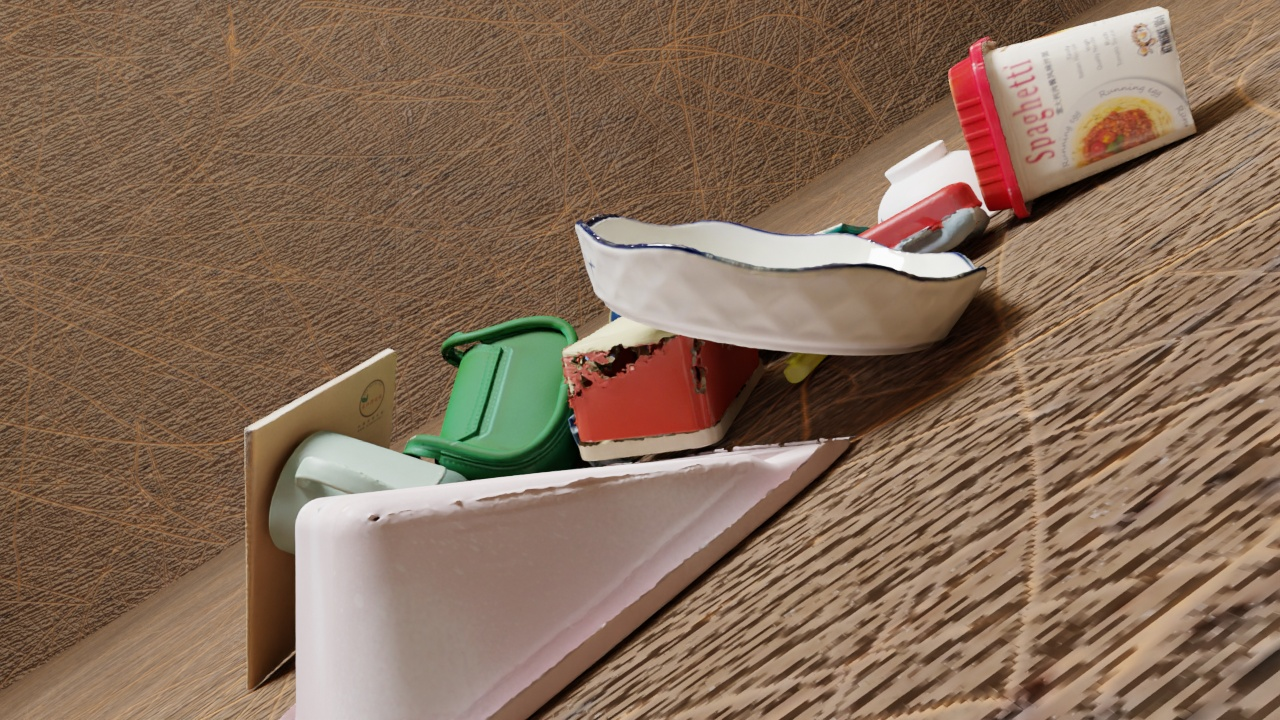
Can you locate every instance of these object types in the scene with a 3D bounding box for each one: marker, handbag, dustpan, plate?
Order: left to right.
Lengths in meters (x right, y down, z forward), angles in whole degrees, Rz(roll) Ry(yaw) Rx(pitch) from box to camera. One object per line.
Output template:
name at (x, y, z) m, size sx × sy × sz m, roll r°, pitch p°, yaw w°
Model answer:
handbag at (-0.098, 0.032, 0.653) m, size 0.120 × 0.068 × 0.131 m, roll 1°, pitch 53°, yaw 8°
dustpan at (-0.062, 0.122, 0.423) m, size 0.273 × 0.138 × 0.223 m, roll -4°, pitch -7°, yaw -24°
plate at (0.068, -0.043, 0.476) m, size 0.205 × 0.045 × 0.204 m, roll 5°, pitch 12°, yaw -1°
marker at (0.120, -0.016, 0.580) m, size 0.018 × 0.015 × 0.123 m, roll -22°, pitch 9°, yaw 39°

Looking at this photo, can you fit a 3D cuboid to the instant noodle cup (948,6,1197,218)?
instant noodle cup at (0.279, -0.166, 0.595) m, size 0.124 × 0.116 × 0.116 m, roll -14°, pitch 14°, yaw 29°

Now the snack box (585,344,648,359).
snack box at (-0.004, 0.004, 0.739) m, size 0.084 × 0.026 × 0.158 m, roll 17°, pitch -29°, yaw -40°

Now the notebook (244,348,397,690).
notebook at (-0.222, 0.108, 0.643) m, size 0.147 × 0.008 × 0.208 m, roll -44°, pitch -31°, yaw -61°

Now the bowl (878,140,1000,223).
bowl at (0.231, -0.133, 0.724) m, size 0.118 × 0.065 × 0.118 m, roll -31°, pitch 7°, yaw 4°

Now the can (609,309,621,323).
can at (0.025, -0.055, 1.056) m, size 0.075 × 0.075 × 0.111 m, roll -37°, pitch 8°, yaw -38°

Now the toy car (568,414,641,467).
toy car at (-0.013, 0.035, 0.640) m, size 0.037 × 0.054 × 0.120 m, roll -27°, pitch 7°, yaw 24°

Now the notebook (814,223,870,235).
notebook at (0.109, -0.077, 0.730) m, size 0.151 × 0.012 × 0.208 m, roll -19°, pitch -1°, yaw 23°

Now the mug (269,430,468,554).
mug at (-0.167, 0.092, 0.574) m, size 0.112 × 0.106 × 0.082 m, roll 87°, pitch -158°, yaw -63°

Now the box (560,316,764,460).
box at (0.016, -0.005, 0.565) m, size 0.091 × 0.079 × 0.168 m, roll -9°, pitch 11°, yaw 19°

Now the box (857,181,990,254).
box at (0.145, -0.057, 0.645) m, size 0.202 × 0.048 × 0.086 m, roll -28°, pitch -2°, yaw 27°
